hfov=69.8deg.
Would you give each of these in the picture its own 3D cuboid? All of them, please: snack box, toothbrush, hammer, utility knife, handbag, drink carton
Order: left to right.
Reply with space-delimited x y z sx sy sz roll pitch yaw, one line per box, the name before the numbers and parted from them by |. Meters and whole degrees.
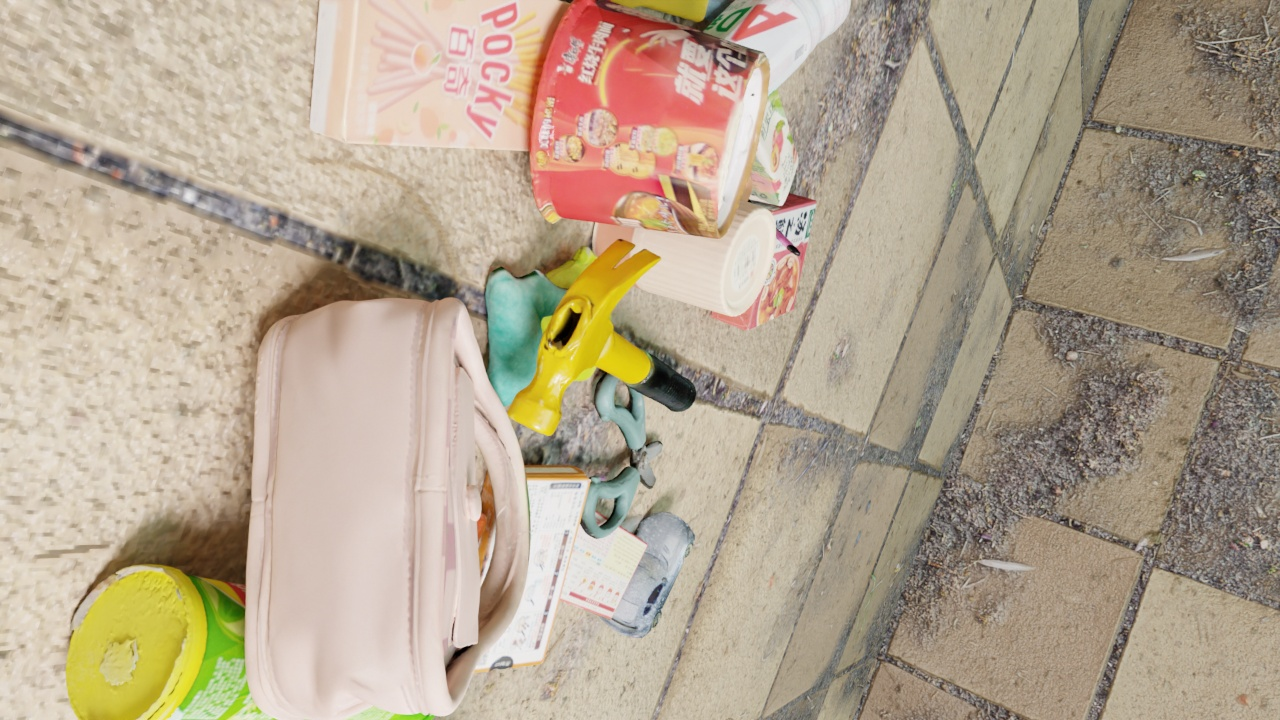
handbag | -0.108 0.084 0.497 0.234 0.093 0.193 52 35 -72
snack box | -0.094 -0.153 0.467 0.157 0.026 0.084 -17 123 -56
snack box | -0.089 0.150 0.660 0.075 0.026 0.154 6 104 -39
snack box | -0.045 0.169 0.777 0.077 0.027 0.156 -63 152 -12
hammer | -0.004 0.004 0.660 0.128 0.033 0.300 -63 162 -2
utility knife | 0.023 -0.246 0.622 0.215 0.015 0.033 -19 143 -59
drink carton | 0.095 -0.183 0.762 0.053 0.045 0.122 -69 154 -13
toothbrush | 0.091 -0.109 0.716 0.018 0.014 0.189 -64 -161 18
snack box | 0.124 -0.099 0.872 0.126 0.044 0.113 -25 130 -53

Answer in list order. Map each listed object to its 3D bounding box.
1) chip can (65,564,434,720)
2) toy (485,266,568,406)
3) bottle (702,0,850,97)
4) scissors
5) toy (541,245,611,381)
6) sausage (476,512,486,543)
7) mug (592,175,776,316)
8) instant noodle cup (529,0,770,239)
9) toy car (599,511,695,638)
chip can | -0.180 0.158 0.481 0.072 0.073 0.221 -64 152 -10
toy | -0.071 -0.017 0.582 0.096 0.030 0.092 -10 113 -23
bottle | 0.073 -0.218 0.668 0.196 0.068 0.068 -47 146 -19
scissors | -0.015 0.094 0.757 0.177 0.019 0.170 65 36 -55
toy | -0.047 -0.026 0.635 0.096 0.031 0.100 -64 153 -5
sausage | -0.144 0.167 0.603 0.165 0.021 0.021 -62 152 -13
mug | 0.039 -0.097 0.657 0.114 0.106 0.081 -63 152 -10
instant noodle cup | 0.010 -0.138 0.539 0.138 0.108 0.138 17 89 -79
toy car | 0.006 0.199 0.858 0.120 0.054 0.037 -62 153 -14
